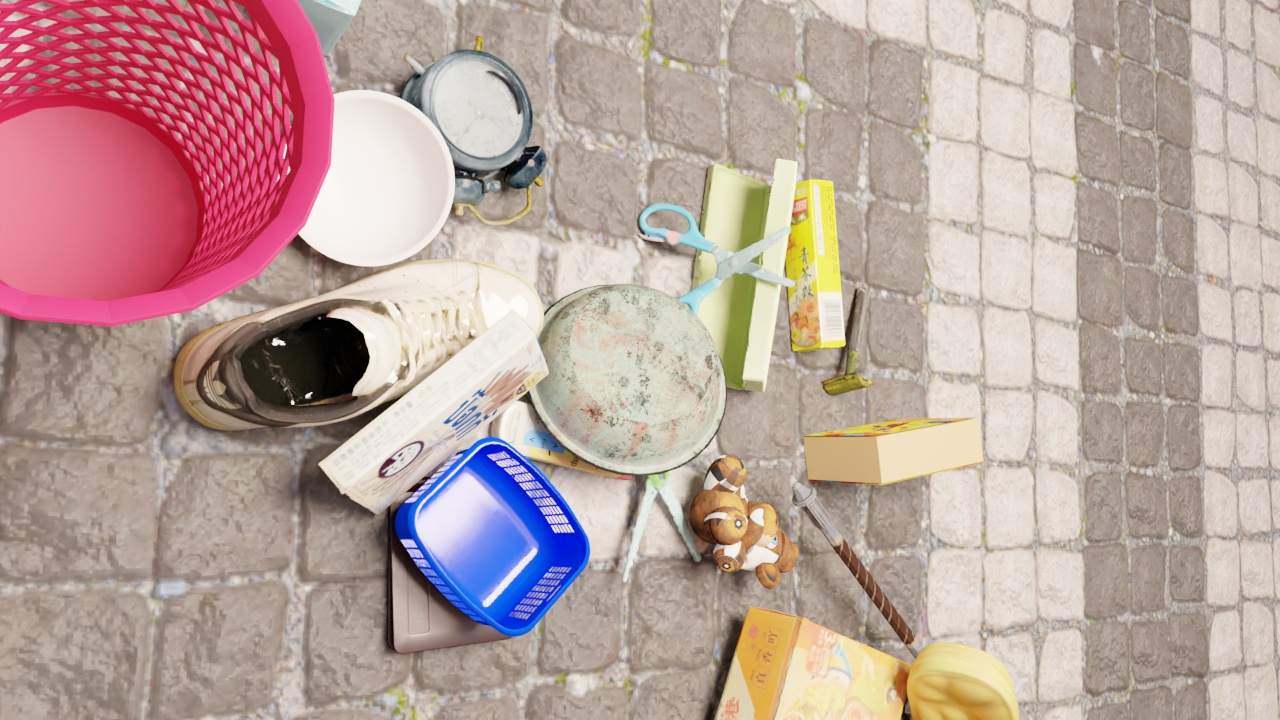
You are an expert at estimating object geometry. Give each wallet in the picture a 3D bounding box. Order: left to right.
[{"bbox_3d":[-0.129,0.138,0.636,0.091,0.018,0.115,2,83,-31],"label":"wallet"}]

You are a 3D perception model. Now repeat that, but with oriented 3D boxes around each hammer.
[{"bbox_3d":[0.219,0.223,0.789,0.044,0.099,0.322,-48,110,-30],"label":"hammer"}]

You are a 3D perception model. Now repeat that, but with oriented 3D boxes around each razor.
[{"bbox_3d":[0.196,-0.020,0.838,0.026,0.043,0.105,26,64,-24],"label":"razor"}]

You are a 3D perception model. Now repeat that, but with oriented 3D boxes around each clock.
[{"bbox_3d":[-0.117,-0.157,0.647,0.090,0.052,0.129,-28,105,-30],"label":"clock"}]

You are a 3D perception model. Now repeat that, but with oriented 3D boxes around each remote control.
[{"bbox_3d":[-0.053,0.061,0.687,0.125,0.018,0.038,17,77,-31],"label":"remote control"}]

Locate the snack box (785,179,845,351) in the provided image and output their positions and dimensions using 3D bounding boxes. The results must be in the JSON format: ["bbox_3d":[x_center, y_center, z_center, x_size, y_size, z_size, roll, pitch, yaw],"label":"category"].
[{"bbox_3d":[0.151,-0.083,0.808,0.028,0.040,0.148,-3,88,-32],"label":"snack box"}]

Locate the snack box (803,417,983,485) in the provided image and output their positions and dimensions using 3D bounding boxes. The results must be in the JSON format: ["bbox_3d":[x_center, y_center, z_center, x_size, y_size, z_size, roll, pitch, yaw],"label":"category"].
[{"bbox_3d":[0.223,0.078,0.811,0.125,0.088,0.040,-6,89,-32],"label":"snack box"}]

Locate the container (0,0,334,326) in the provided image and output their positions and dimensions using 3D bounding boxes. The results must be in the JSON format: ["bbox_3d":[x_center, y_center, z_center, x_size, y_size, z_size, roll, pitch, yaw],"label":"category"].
[{"bbox_3d":[-0.270,-0.097,0.445,0.183,0.226,0.183,3,85,-31],"label":"container"}]

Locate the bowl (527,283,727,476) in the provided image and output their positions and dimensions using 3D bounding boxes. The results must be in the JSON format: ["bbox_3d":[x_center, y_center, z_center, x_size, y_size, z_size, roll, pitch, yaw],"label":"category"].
[{"bbox_3d":[-0.004,0.004,0.672,0.157,0.039,0.157,8,62,-15],"label":"bowl"}]

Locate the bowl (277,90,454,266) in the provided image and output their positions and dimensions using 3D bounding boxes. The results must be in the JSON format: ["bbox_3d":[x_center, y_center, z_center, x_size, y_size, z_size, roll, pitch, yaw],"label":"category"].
[{"bbox_3d":[-0.177,-0.117,0.603,0.110,0.040,0.110,-1,97,-8],"label":"bowl"}]

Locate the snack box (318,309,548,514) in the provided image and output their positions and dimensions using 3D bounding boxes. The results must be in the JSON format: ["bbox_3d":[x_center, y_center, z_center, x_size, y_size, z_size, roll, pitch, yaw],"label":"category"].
[{"bbox_3d":[-0.126,0.035,0.587,0.150,0.082,0.026,-40,75,-13],"label":"snack box"}]

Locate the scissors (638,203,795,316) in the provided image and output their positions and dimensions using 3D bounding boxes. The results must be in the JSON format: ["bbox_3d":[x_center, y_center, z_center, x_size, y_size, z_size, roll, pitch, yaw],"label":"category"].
[{"bbox_3d":[0.052,-0.067,0.727,0.126,0.136,0.015,-69,164,6],"label":"scissors"}]

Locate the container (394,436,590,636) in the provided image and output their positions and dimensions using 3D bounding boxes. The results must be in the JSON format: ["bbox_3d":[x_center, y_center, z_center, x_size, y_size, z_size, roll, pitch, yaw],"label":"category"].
[{"bbox_3d":[-0.101,0.117,0.613,0.096,0.058,0.114,-46,105,-30],"label":"container"}]

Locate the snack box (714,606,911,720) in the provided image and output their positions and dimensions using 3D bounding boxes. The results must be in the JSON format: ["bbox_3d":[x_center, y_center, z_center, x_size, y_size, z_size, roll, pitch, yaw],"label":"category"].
[{"bbox_3d":[0.122,0.313,0.734,0.145,0.081,0.195,30,71,-31],"label":"snack box"}]

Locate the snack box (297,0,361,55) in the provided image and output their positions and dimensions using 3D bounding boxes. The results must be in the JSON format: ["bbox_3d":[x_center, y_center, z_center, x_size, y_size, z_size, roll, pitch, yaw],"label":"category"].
[{"bbox_3d":[-0.190,-0.293,0.598,0.053,0.075,0.174,22,75,-29],"label":"snack box"}]

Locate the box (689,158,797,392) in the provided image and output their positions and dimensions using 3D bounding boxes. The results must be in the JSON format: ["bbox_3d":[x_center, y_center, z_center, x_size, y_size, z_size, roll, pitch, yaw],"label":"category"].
[{"bbox_3d":[0.094,-0.069,0.767,0.077,0.089,0.187,25,70,-60],"label":"box"}]

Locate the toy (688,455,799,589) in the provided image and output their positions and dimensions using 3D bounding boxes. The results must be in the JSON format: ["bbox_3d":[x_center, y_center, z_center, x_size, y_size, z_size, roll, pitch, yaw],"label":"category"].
[{"bbox_3d":[0.085,0.135,0.735,0.112,0.067,0.087,32,42,-28],"label":"toy"}]

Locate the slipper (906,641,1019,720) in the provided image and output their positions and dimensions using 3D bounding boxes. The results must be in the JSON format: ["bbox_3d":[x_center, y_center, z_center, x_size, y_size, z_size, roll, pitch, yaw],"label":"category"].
[{"bbox_3d":[0.265,0.340,0.758,0.078,0.100,0.264,-56,140,-44],"label":"slipper"}]

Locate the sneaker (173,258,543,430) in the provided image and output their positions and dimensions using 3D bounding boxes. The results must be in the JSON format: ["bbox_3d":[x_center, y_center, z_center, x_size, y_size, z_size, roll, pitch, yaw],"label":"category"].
[{"bbox_3d":[-0.160,-0.016,0.578,0.241,0.102,0.089,-18,96,-32],"label":"sneaker"}]

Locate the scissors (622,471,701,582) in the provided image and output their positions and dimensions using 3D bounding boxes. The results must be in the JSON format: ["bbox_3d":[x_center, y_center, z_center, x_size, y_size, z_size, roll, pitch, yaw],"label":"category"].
[{"bbox_3d":[0.009,0.087,0.714,0.168,0.023,0.171,43,57,-40],"label":"scissors"}]
